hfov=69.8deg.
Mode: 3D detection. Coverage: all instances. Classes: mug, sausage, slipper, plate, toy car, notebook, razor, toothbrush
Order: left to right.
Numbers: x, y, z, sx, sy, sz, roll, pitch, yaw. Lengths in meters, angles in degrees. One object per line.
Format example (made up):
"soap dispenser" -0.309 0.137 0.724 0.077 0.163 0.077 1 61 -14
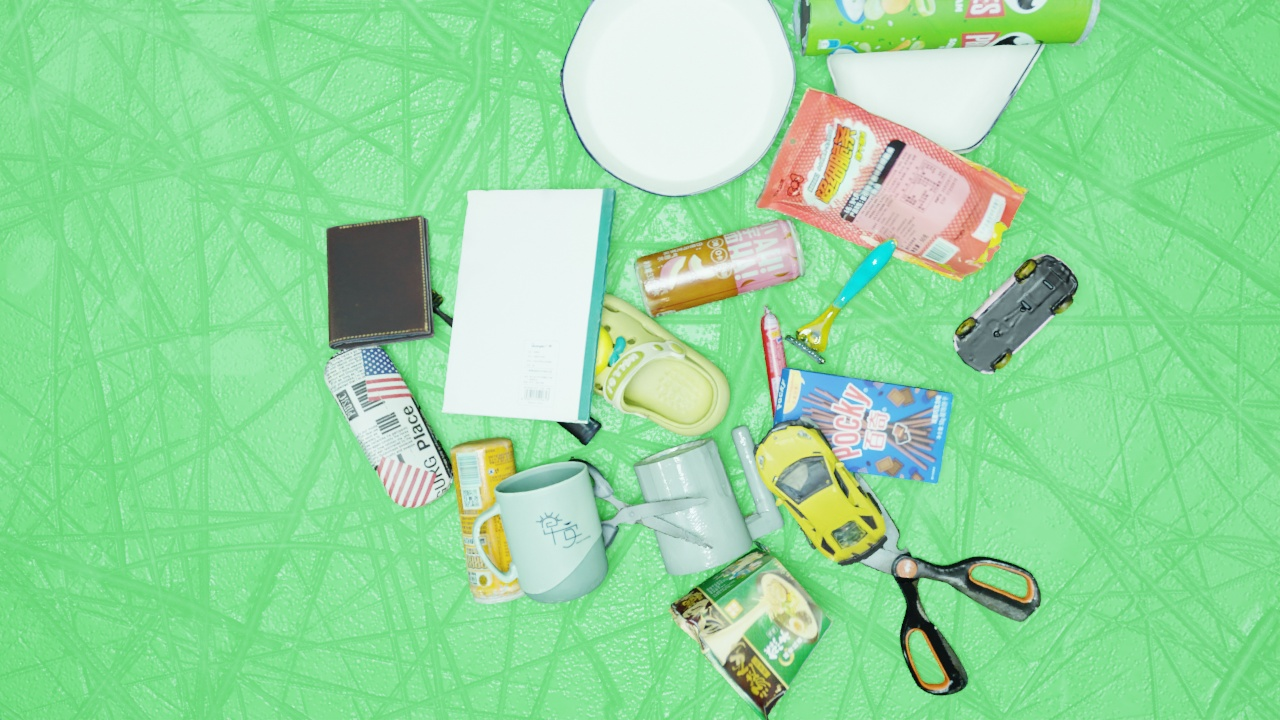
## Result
"toothbrush" -0.125 0.004 0.861 0.212 0.026 0.027 39 65 1
"notebook" -0.101 -0.052 0.819 0.150 0.012 0.209 3 82 23
"mug" -0.089 0.156 0.809 0.111 0.082 0.106 -15 100 -16
"slipper" -0.005 0.005 0.827 0.190 0.081 0.092 29 96 -2
"plate" 0.034 -0.250 0.828 0.205 0.045 0.205 0 93 4
"mug" 0.063 0.124 0.838 0.123 0.084 0.103 -20 91 -23
"sausage" 0.129 0.025 0.852 0.020 0.020 0.156 -8 94 3
"toy car" 0.158 0.118 0.812 0.071 0.041 0.156 -33 112 13
"razor" 0.186 -0.057 0.828 0.043 0.028 0.133 37 112 2
"plate" 0.277 -0.304 0.819 0.162 0.034 0.266 30 94 0
"toy car" 0.338 -0.043 0.831 0.056 0.037 0.122 43 107 3

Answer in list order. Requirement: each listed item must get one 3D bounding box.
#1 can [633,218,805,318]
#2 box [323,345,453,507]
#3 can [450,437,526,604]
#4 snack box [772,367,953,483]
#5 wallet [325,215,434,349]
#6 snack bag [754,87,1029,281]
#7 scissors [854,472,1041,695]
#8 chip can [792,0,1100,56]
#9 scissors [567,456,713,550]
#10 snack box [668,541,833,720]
"can" 0.071 -0.083 0.829 0.147 0.058 0.058 -15 92 4
"box" -0.229 0.058 0.841 0.074 0.079 0.163 -29 85 0
"can" -0.138 0.147 0.852 0.058 0.058 0.146 -7 93 3
"snack box" 0.201 0.059 0.837 0.157 0.026 0.084 8 94 -6
"wallet" -0.241 -0.073 0.846 0.096 0.020 0.122 -7 72 -1
"snack bag" 0.218 -0.149 0.806 0.208 0.073 0.129 24 133 0
"scissors" 0.261 0.213 0.855 0.221 0.021 0.224 3 94 2
"chip can" 0.250 -0.295 0.767 0.236 0.072 0.072 -2 93 3
"scissors" -0.012 0.137 0.822 0.159 0.014 0.172 47 127 19
"snack box" 0.104 0.237 0.825 0.105 0.118 0.117 -41 90 -6
